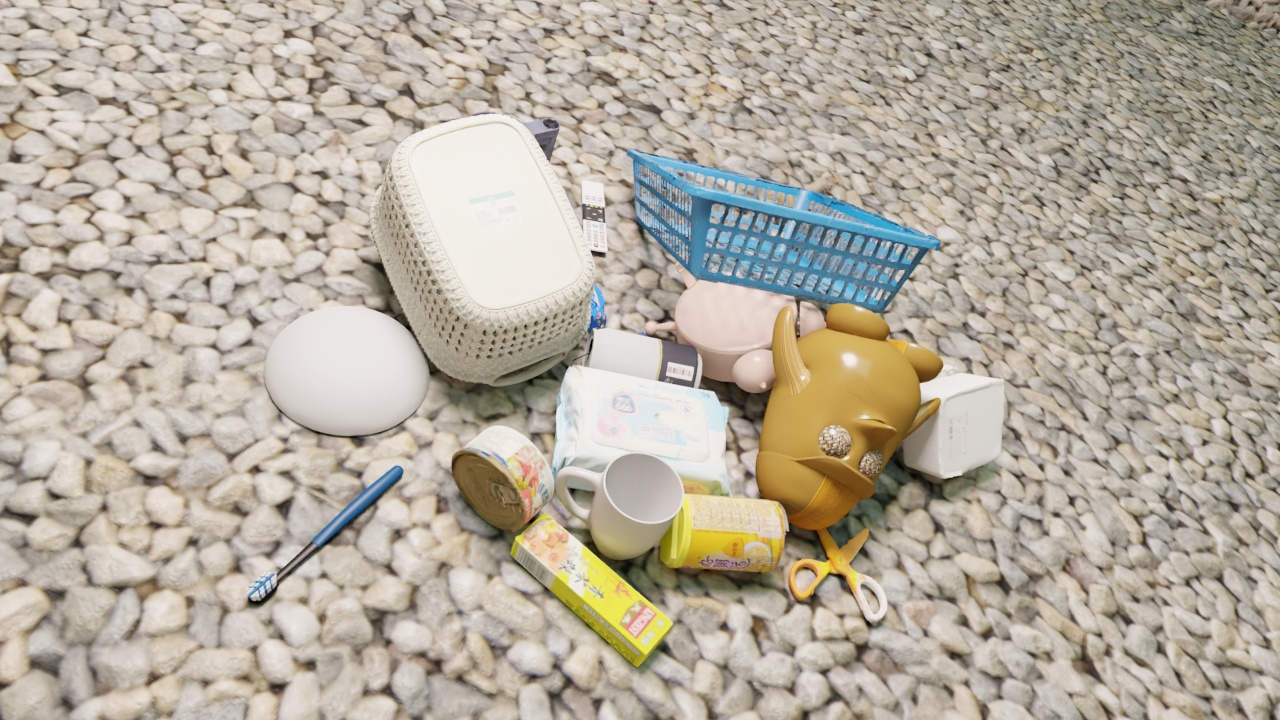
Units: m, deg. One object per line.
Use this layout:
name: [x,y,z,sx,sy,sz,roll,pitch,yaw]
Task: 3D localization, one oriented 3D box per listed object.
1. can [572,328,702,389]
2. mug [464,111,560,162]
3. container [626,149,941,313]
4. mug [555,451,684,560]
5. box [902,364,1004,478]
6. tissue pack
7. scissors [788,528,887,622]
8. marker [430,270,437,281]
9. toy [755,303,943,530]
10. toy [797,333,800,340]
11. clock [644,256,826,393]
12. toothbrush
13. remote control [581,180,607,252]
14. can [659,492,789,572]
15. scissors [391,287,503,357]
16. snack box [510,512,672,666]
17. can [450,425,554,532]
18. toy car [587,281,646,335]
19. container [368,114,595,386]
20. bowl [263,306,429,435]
can: [-0.005,0.005,0.935,0.127,0.064,0.064,12,47,-11]
mug: [-0.154,-0.220,1.048,0.123,0.104,0.084,-24,62,-36]
container: [0.125,-0.146,1.004,0.257,0.089,0.362,10,16,-13]
mug: [-0.026,0.128,0.802,0.107,0.090,0.071,21,46,-3]
box: [0.311,0.048,1.013,0.108,0.126,0.137,-13,15,-34]
tissue pack: [0.005,0.074,0.876,0.181,0.070,0.111,10,47,-13]
scissors: [0.194,0.199,0.878,0.127,0.011,0.125,40,47,18]
marker: [-0.179,-0.114,0.992,0.025,0.025,0.125,41,42,16]
toy: [0.187,0.063,0.882,0.198,0.163,0.203,30,79,-16]
toy: [0.160,-0.005,1.024,0.084,0.046,0.103,16,41,15]
clock: [0.104,-0.045,0.986,0.160,0.086,0.130,34,59,27]
toothbrush: [-0.255,0.139,0.757,0.014,0.014,0.167,27,46,19]
remote control: [-0.057,-0.173,1.108,0.028,0.012,0.124,8,48,-15]
can: [0.073,0.156,0.832,0.105,0.068,0.067,7,48,-16]
scissors: [-0.174,-0.056,0.960,0.173,0.014,0.141,-27,66,-38]
snack box: [-0.043,0.193,0.780,0.148,0.029,0.040,38,48,14]
can: [-0.119,0.102,0.792,0.086,0.086,0.043,38,48,13]
toy car: [-0.033,-0.061,1.000,0.062,0.033,0.091,-3,51,-14]
container: [-0.147,-0.111,0.882,0.184,0.143,0.246,-23,79,-22]
bowl: [-0.270,-0.002,0.854,0.149,0.043,0.149,11,48,-12]
